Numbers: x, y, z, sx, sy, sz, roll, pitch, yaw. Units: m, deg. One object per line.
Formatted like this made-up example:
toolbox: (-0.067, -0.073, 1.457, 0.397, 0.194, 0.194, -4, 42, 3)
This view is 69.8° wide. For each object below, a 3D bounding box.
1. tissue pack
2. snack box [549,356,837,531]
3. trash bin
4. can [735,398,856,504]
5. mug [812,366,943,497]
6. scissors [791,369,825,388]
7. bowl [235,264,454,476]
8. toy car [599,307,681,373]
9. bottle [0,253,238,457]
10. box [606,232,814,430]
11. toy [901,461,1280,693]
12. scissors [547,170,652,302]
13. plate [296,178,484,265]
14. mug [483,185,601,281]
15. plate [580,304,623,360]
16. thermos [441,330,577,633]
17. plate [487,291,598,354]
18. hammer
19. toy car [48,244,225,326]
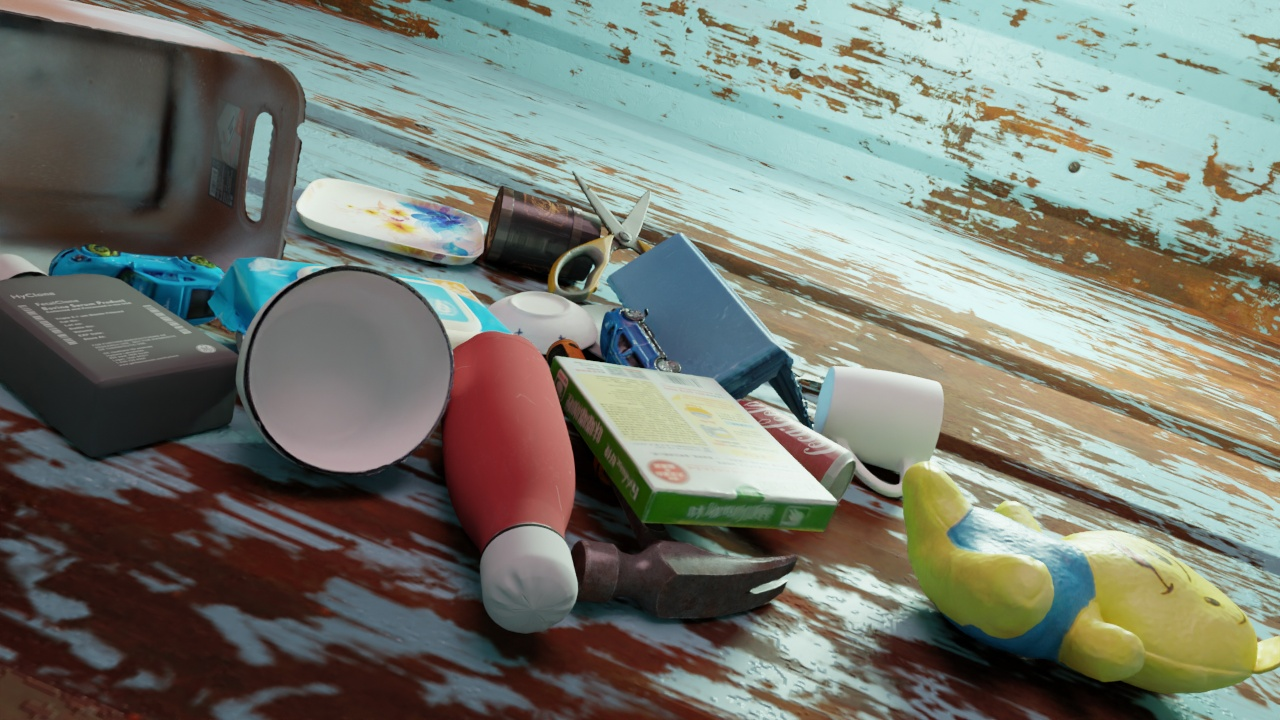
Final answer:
tissue pack: (-0.177, -0.016, 0.636, 0.209, 0.066, 0.117, 4, 26, -38)
snack box: (0.027, 0.050, 0.590, 0.131, 0.027, 0.168, 9, 22, -29)
trash bin: (-0.394, -0.149, 0.624, 0.157, 0.182, 0.259, 30, 24, 33)
can: (0.103, 0.069, 0.669, 0.096, 0.054, 0.053, 30, 23, 29)
mug: (0.193, 0.060, 0.758, 0.087, 0.081, 0.114, 13, 51, 2)
scissors: (0.159, 0.013, 0.908, 0.147, 0.014, 0.141, 37, 22, 32)
bowl: (-0.172, 0.006, 0.521, 0.116, 0.116, 0.066, 3, -2, -36)
toy car: (-0.004, 0.004, 0.728, 0.043, 0.056, 0.120, -7, 41, -23)
bottle: (-0.320, -0.012, 0.523, 0.174, 0.046, 0.083, 28, 22, 24)
box: (0.060, -0.010, 0.818, 0.112, 0.094, 0.231, 59, -1, -36)
toy: (0.273, 0.146, 0.574, 0.214, 0.084, 0.148, 15, 21, -14)
scissors: (-0.020, -0.108, 0.940, 0.228, 0.016, 0.225, -29, 74, -42)
plate: (-0.258, -0.144, 0.962, 0.187, 0.016, 0.187, 13, 21, -15)
mug: (-0.108, -0.141, 0.990, 0.107, 0.080, 0.115, 13, 26, -18)
plate: (0.014, -0.010, 0.855, 0.178, 0.012, 0.178, 16, 20, -6)
thermos: (-0.072, 0.060, 0.511, 0.073, 0.073, 0.239, 11, 22, -18)
plate: (-0.087, -0.038, 0.798, 0.104, 0.026, 0.104, 7, 25, -3)
hammer: (-0.009, 0.061, 0.620, 0.137, 0.035, 0.314, 11, 21, -22)
toy car: (-0.327, -0.045, 0.603, 0.105, 0.048, 0.032, 5, 28, -36)
